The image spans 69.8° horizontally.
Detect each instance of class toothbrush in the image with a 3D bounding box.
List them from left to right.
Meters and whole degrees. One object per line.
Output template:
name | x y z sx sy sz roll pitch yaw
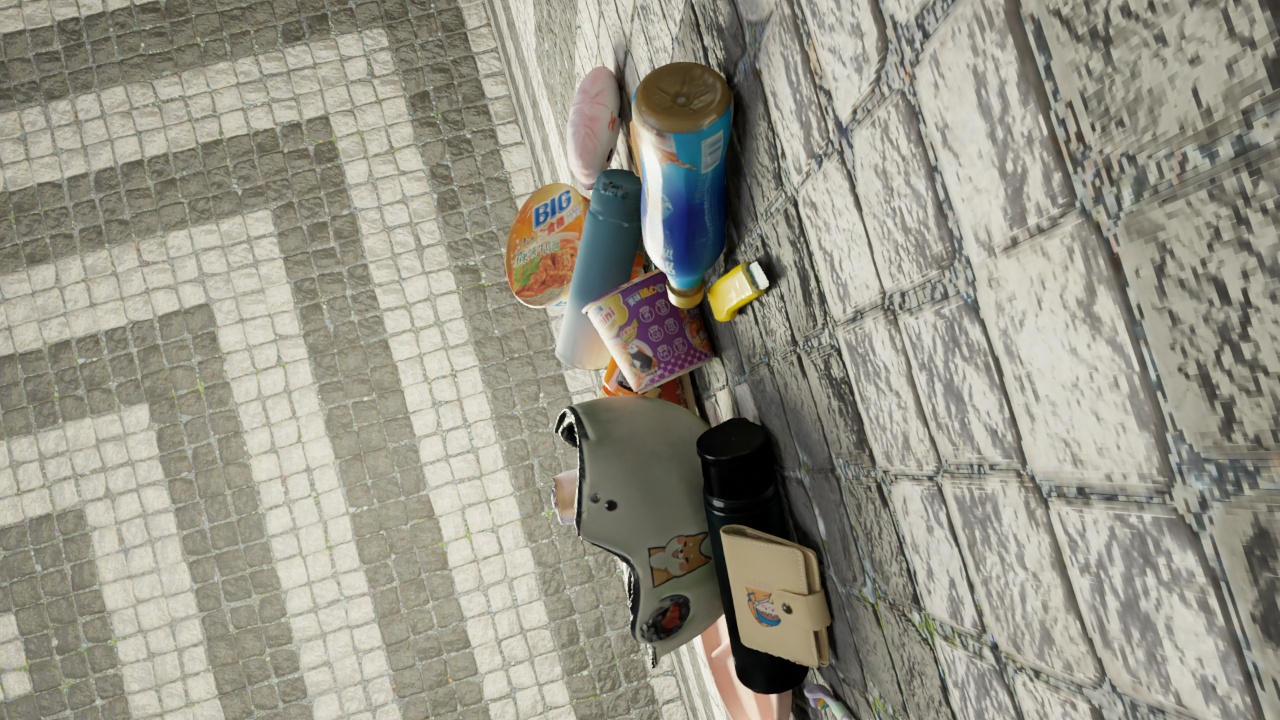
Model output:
toothbrush | 0.166 0.291 0.690 0.189 0.029 0.021 -154 87 -80

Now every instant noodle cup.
instant noodle cup | -0.075 -0.128 1.116 0.111 0.152 0.151 11 -129 -46
instant noodle cup | 0.013 -0.028 0.873 0.111 0.111 0.099 133 113 -83

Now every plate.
plate | 0.109 0.300 0.997 0.230 0.028 0.229 170 90 -75

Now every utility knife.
utility knife | 0.073 -0.051 0.682 0.181 0.015 0.033 154 95 -83

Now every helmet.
helmet | 0.028 0.149 0.893 0.230 0.157 0.274 -114 2 -67

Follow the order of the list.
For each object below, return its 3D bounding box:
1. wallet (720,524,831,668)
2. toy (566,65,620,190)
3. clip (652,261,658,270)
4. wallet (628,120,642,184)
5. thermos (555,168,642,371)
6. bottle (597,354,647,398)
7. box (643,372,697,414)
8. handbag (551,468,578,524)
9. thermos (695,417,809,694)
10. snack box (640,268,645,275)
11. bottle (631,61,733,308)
wallet | 0.109 0.189 0.727 0.087 0.024 0.115 6 117 36
toy | -0.050 -0.248 1.002 0.159 0.054 0.121 101 -179 -85
clip | 0.024 -0.088 1.018 0.057 0.014 0.047 80 169 -47
wallet | 0.023 -0.152 0.795 0.108 0.031 0.132 -165 60 -79
thermos | -0.040 -0.098 1.005 0.070 0.070 0.221 -116 38 -60
bottle | -0.006 0.006 0.976 0.150 0.066 0.066 -62 25 19
box | 0.017 0.052 1.043 0.091 0.075 0.168 120 139 -75
handbag | -0.028 0.175 1.282 0.134 0.194 0.075 109 147 -79
thermos | 0.101 0.166 0.796 0.089 0.068 0.243 -53 -43 -58
snack box | -0.006 -0.047 1.223 0.178 0.045 0.182 87 166 -63
bottle | 0.032 -0.112 0.666 0.219 0.065 0.065 84 169 -59
